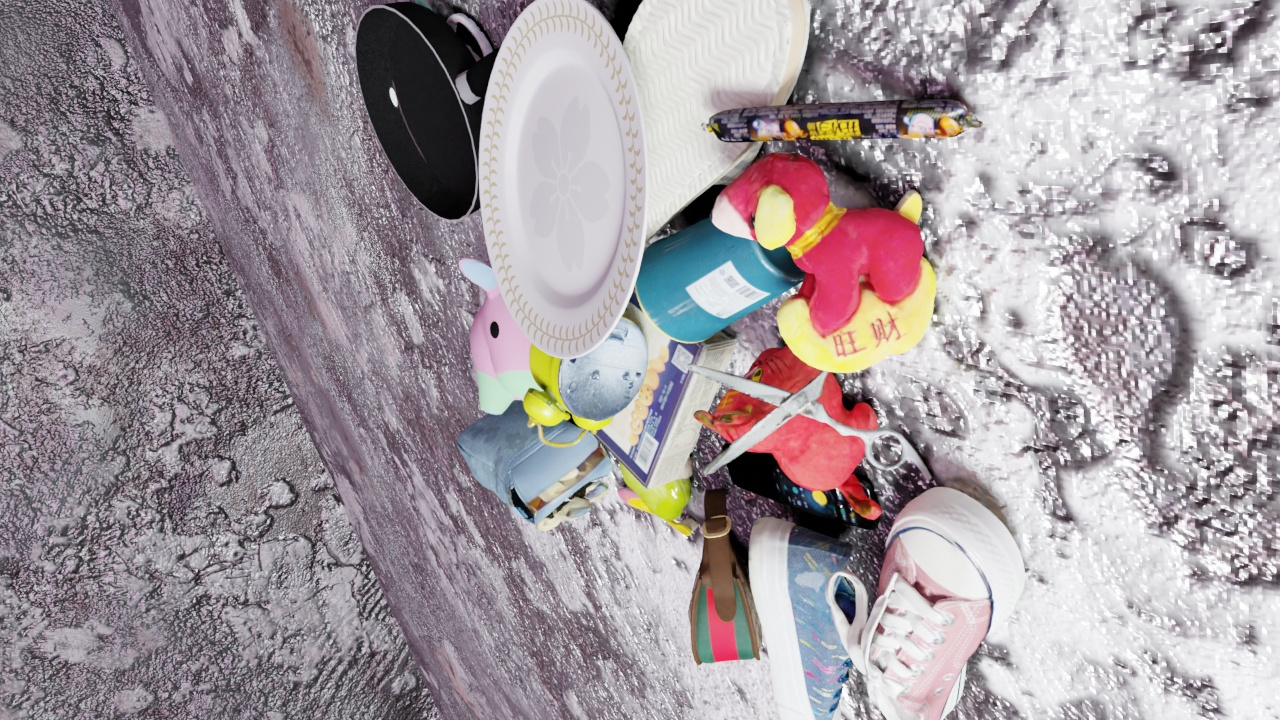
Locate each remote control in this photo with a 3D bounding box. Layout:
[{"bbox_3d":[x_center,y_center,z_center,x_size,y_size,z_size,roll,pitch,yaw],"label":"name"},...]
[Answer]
[{"bbox_3d":[0.118,0.092,0.694,0.152,0.020,0.041,12,125,54],"label":"remote control"}]

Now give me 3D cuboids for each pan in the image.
[{"bbox_3d":[-0.157,-0.233,0.801,0.356,0.044,0.204,0,117,56],"label":"pan"}]

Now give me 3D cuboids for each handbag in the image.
[{"bbox_3d":[-0.115,0.118,1.008,0.192,0.121,0.119,20,142,52],"label":"handbag"},{"bbox_3d":[0.066,0.177,0.761,0.166,0.063,0.138,41,-140,-80],"label":"handbag"}]

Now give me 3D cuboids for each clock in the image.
[{"bbox_3d":[-0.044,0.013,0.696,0.057,0.083,0.119,26,102,46],"label":"clock"}]

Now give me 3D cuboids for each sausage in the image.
[{"bbox_3d":[0.099,-0.125,0.479,0.155,0.020,0.020,8,124,33],"label":"sausage"}]

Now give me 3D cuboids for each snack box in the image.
[{"bbox_3d":[-0.004,0.004,0.749,0.145,0.042,0.145,43,128,33],"label":"snack box"}]

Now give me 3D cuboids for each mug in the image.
[{"bbox_3d":[0.059,-0.062,0.597,0.122,0.078,0.078,-23,95,58],"label":"mug"}]

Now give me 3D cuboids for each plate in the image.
[{"bbox_3d":[-0.056,-0.122,0.631,0.243,0.016,0.242,17,111,55],"label":"plate"}]

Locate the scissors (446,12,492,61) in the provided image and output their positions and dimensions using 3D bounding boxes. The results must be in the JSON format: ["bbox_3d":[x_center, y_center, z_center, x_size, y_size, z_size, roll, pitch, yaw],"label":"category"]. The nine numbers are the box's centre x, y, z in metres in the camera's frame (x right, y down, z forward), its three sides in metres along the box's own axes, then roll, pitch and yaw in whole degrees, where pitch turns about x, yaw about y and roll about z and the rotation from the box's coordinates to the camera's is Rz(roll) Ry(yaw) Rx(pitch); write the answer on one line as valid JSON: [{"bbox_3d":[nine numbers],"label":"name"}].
[{"bbox_3d":[-0.127,-0.241,0.806,0.171,0.014,0.168,-12,105,62],"label":"scissors"}]

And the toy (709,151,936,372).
[{"bbox_3d":[0.109,-0.058,0.506,0.137,0.106,0.067,50,-166,-9],"label":"toy"}]

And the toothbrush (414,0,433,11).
[{"bbox_3d":[-0.193,-0.312,0.853,0.022,0.017,0.135,-3,115,60],"label":"toothbrush"}]

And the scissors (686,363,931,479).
[{"bbox_3d":[0.111,0.032,0.569,0.175,0.141,0.014,32,-177,-9],"label":"scissors"}]

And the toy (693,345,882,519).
[{"bbox_3d":[0.102,0.059,0.612,0.133,0.093,0.088,55,152,8],"label":"toy"}]

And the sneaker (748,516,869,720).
[{"bbox_3d":[0.145,0.219,0.729,0.079,0.087,0.236,-2,123,22],"label":"sneaker"}]

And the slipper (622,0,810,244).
[{"bbox_3d":[0.022,-0.157,0.588,0.114,0.053,0.273,54,147,7],"label":"slipper"}]

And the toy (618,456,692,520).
[{"bbox_3d":[0.015,0.092,0.844,0.092,0.043,0.118,45,146,33],"label":"toy"}]

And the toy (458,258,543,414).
[{"bbox_3d":[-0.118,-0.035,0.888,0.222,0.120,0.171,-125,38,-69],"label":"toy"}]

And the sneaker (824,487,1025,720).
[{"bbox_3d":[0.177,0.182,0.604,0.118,0.087,0.241,38,145,37],"label":"sneaker"}]

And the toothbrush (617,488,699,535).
[{"bbox_3d":[0.015,0.151,0.930,0.136,0.016,0.021,16,131,56],"label":"toothbrush"}]
